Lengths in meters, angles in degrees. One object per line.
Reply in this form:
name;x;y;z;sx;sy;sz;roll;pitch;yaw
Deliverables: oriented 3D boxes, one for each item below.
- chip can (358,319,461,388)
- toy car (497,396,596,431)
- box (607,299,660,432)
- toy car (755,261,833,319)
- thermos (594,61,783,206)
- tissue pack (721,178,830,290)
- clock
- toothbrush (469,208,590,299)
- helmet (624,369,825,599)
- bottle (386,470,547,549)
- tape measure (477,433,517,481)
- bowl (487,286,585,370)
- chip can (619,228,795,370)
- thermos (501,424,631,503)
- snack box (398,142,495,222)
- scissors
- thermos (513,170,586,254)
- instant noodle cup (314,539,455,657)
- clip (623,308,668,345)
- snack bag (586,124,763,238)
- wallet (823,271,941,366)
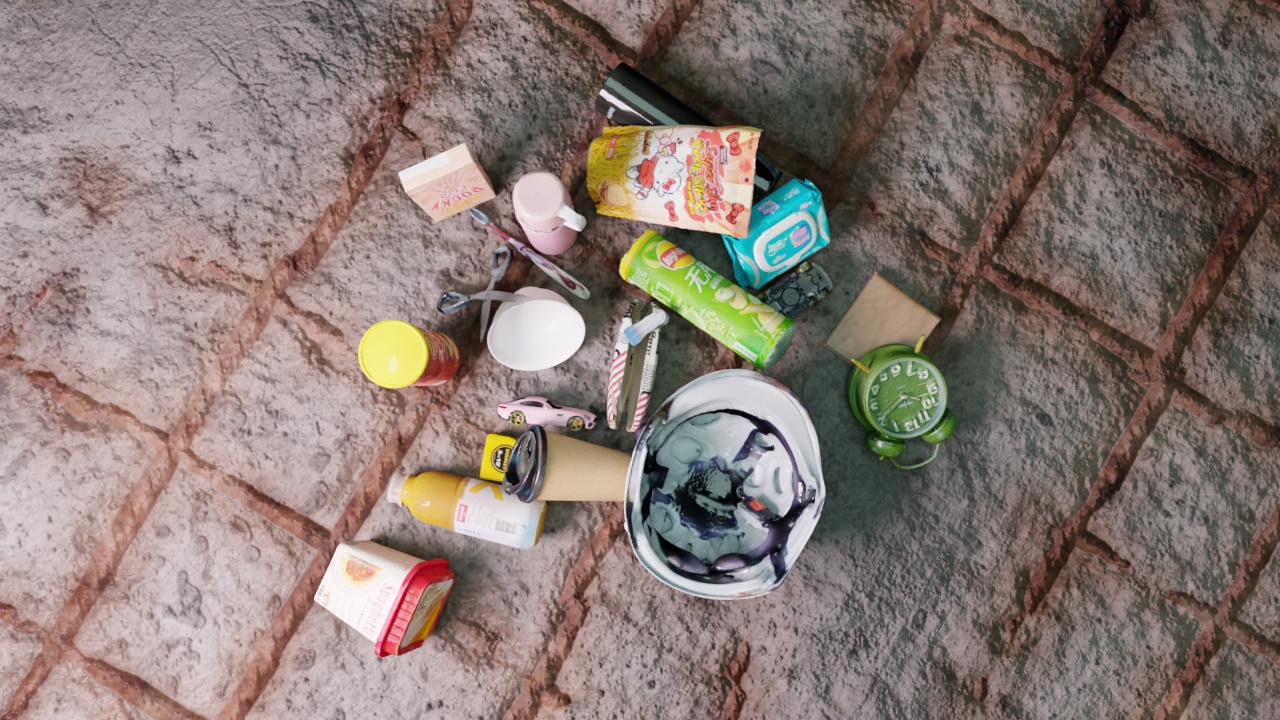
chip can;-0.256;-0.004;1.049;0.073;0.216;0.073;0;88;-1
toy car;-0.114;0.064;1.128;0.122;0.056;0.037;6;94;-1
box;0.002;0.008;1.129;0.073;0.076;0.163;8;85;4
toy car;0.181;-0.076;1.142;0.120;0.045;0.053;-32;89;4
thermos;0.064;-0.280;1.130;0.242;0.090;0.068;33;67;1
tissue pack;0.164;-0.152;1.120;0.133;0.093;0.050;-33;46;-1
clock;0.321;0.056;1.124;0.116;0.056;0.161;-19;101;0
toothbrush;-0.139;-0.135;1.156;0.187;0.017;0.016;37;88;2
helmet;0.091;0.147;1.081;0.229;0.146;0.258;16;78;-4
bottle;-0.210;0.176;1.115;0.189;0.068;0.068;14;87;0
tape measure;-0.168;0.122;1.138;0.057;0.029;0.060;9;87;1
bowl;-0.131;-0.050;1.122;0.118;0.118;0.064;-17;48;-1
chip can;0.082;-0.072;1.104;0.221;0.072;0.072;35;87;15
thermos;-0.085;0.131;1.097;0.143;0.093;0.093;12;87;-24
snack box;-0.225;-0.208;1.089;0.084;0.157;0.026;-24;86;-1
scissors;-0.181;-0.081;1.103;0.014;0.181;0.159;51;54;-37
thermos;-0.101;-0.166;1.068;0.087;0.198;0.067;30;86;-1
instant noodle cup;-0.306;0.275;1.094;0.124;0.116;0.116;24;87;13
clip;0.008;-0.041;1.092;0.056;0.027;0.024;-34;84;8
snack bag;0.040;-0.220;1.093;0.208;0.073;0.128;11;99;26
wallet;0.304;-0.037;1.156;0.101;0.020;0.115;36;90;3
